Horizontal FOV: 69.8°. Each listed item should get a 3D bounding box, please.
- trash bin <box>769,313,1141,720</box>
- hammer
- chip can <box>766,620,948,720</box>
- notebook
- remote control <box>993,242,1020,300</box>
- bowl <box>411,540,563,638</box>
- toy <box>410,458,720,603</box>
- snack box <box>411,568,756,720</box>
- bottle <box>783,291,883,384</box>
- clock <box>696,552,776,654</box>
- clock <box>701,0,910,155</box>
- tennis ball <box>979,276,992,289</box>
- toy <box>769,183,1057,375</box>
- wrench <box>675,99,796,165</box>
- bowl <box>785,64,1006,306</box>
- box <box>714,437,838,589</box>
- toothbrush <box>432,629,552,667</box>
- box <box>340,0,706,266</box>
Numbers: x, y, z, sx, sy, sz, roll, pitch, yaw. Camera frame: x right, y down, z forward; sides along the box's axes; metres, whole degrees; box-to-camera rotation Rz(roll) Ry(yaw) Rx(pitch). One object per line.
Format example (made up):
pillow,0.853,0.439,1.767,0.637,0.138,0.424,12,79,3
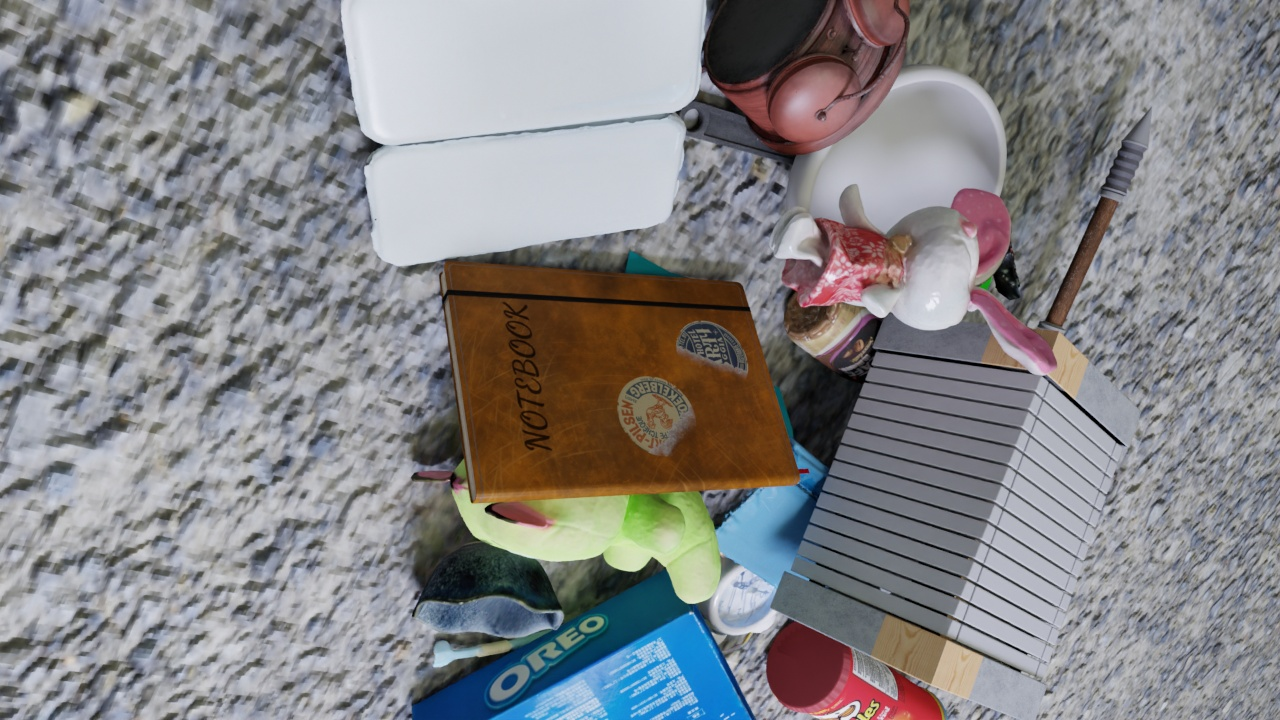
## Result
trash bin,0.237,0.111,0.688,0.142,0.143,0.246,30,79,-36
hammer,0.382,-0.064,0.817,0.155,0.043,0.323,-1,114,-53
chip can,0.218,0.331,0.907,0.213,0.087,0.087,38,90,-35
notebook,-0.005,0.005,0.622,0.248,0.178,0.014,1,152,-28
remote control,0.278,-0.107,0.733,0.022,0.150,0.047,-13,124,20
bowl,-0.109,0.164,0.667,0.110,0.111,0.055,20,56,-33
toy,-0.040,0.099,0.642,0.196,0.150,0.107,33,76,-35
snack box,-0.035,0.302,0.753,0.239,0.056,0.196,-28,122,-3
bottle,0.189,-0.006,0.763,0.166,0.059,0.059,32,93,-35
clock,0.083,0.205,0.803,0.088,0.052,0.125,-9,118,-26
clock,0.108,-0.197,0.580,0.072,0.158,0.120,28,96,-40
tennis ball,0.260,-0.075,0.767,0.065,0.065,0.065,-11,115,-24
toy,0.176,-0.065,0.612,0.194,0.158,0.084,10,144,-12
wrench,0.143,-0.153,0.702,0.272,0.018,0.073,8,109,-29
bowl,0.177,-0.132,0.677,0.176,0.066,0.177,-11,121,-19
box,0.139,0.143,0.782,0.231,0.094,0.111,37,93,-36
toothbrush,-0.091,0.226,0.739,0.154,0.016,0.022,0,101,-29
box,-0.064,-0.142,0.547,0.209,0.045,0.192,-10,136,-20
